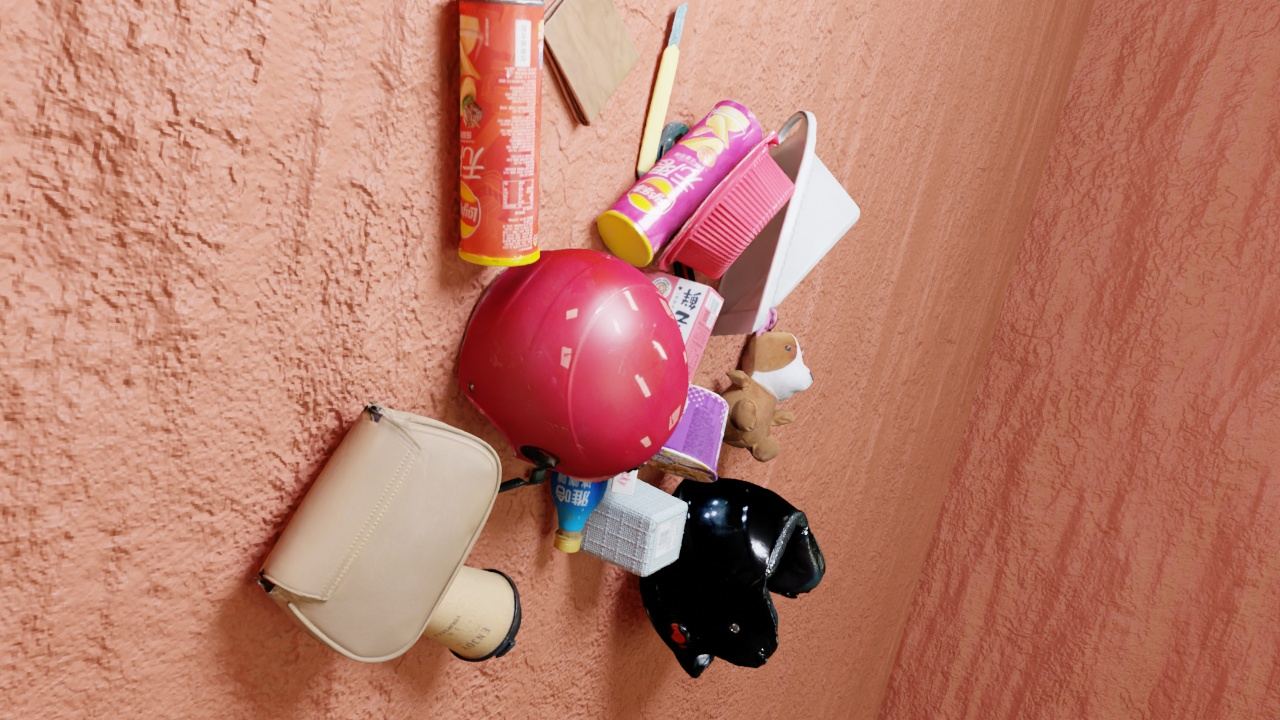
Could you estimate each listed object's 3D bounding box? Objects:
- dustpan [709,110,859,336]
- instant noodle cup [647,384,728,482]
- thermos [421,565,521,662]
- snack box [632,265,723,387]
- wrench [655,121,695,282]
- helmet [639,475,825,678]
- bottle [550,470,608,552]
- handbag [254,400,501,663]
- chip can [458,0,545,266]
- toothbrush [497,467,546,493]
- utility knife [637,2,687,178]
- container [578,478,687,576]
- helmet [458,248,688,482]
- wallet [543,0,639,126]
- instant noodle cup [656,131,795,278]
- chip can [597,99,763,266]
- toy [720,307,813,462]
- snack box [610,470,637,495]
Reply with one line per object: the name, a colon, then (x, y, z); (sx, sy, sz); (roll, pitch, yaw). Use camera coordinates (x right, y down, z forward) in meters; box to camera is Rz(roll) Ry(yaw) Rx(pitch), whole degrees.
dustpan: (0.150, -0.169, 1.129); (0.257, 0.142, 0.223); (-44, -172, -7)
instant noodle cup: (0.058, 0.089, 1.167); (0.111, 0.112, 0.099); (48, 56, -55)
thermos: (-0.183, 0.233, 0.879); (0.143, 0.093, 0.093); (42, 70, -49)
snack box: (0.015, -0.032, 1.017); (0.044, 0.113, 0.127); (32, 78, -61)
wrench: (0.048, -0.152, 1.100); (0.056, 0.016, 0.274); (-37, 135, -35)
helmet: (0.108, 0.284, 1.225); (0.232, 0.230, 0.275); (-22, 146, -60)
bottle: (-0.063, 0.107, 1.018); (0.065, 0.065, 0.219); (-8, 113, -56)
handbag: (-0.216, 0.138, 0.765); (0.147, 0.100, 0.204); (42, 69, -37)
chip can: (-0.117, -0.190, 0.769); (0.073, 0.073, 0.217); (-25, 127, -50)
toothbrush: (-0.130, 0.123, 0.923); (0.189, 0.014, 0.016); (8, 99, -76)
utility knife: (0.025, -0.286, 0.990); (0.030, 0.020, 0.196); (-8, 120, -58)
container: (-0.012, 0.195, 1.098); (0.089, 0.111, 0.090); (-12, 116, -55)
helmet: (-0.037, 0.006, 0.860); (0.240, 0.144, 0.206); (48, 62, -20)
wallet: (-0.049, -0.299, 0.871); (0.101, 0.020, 0.115); (-59, 144, -22)
instant noodle cup: (0.103, -0.157, 1.009); (0.194, 0.066, 0.194); (-47, 180, 0)
chip can: (0.047, -0.196, 0.998); (0.210, 0.071, 0.071); (-47, 142, -23)
toy: (0.181, 0.035, 1.317); (0.199, 0.131, 0.140); (-65, 143, -29)
snack box: (-0.010, 0.084, 1.048); (0.156, 0.027, 0.085); (-80, -179, -74)
